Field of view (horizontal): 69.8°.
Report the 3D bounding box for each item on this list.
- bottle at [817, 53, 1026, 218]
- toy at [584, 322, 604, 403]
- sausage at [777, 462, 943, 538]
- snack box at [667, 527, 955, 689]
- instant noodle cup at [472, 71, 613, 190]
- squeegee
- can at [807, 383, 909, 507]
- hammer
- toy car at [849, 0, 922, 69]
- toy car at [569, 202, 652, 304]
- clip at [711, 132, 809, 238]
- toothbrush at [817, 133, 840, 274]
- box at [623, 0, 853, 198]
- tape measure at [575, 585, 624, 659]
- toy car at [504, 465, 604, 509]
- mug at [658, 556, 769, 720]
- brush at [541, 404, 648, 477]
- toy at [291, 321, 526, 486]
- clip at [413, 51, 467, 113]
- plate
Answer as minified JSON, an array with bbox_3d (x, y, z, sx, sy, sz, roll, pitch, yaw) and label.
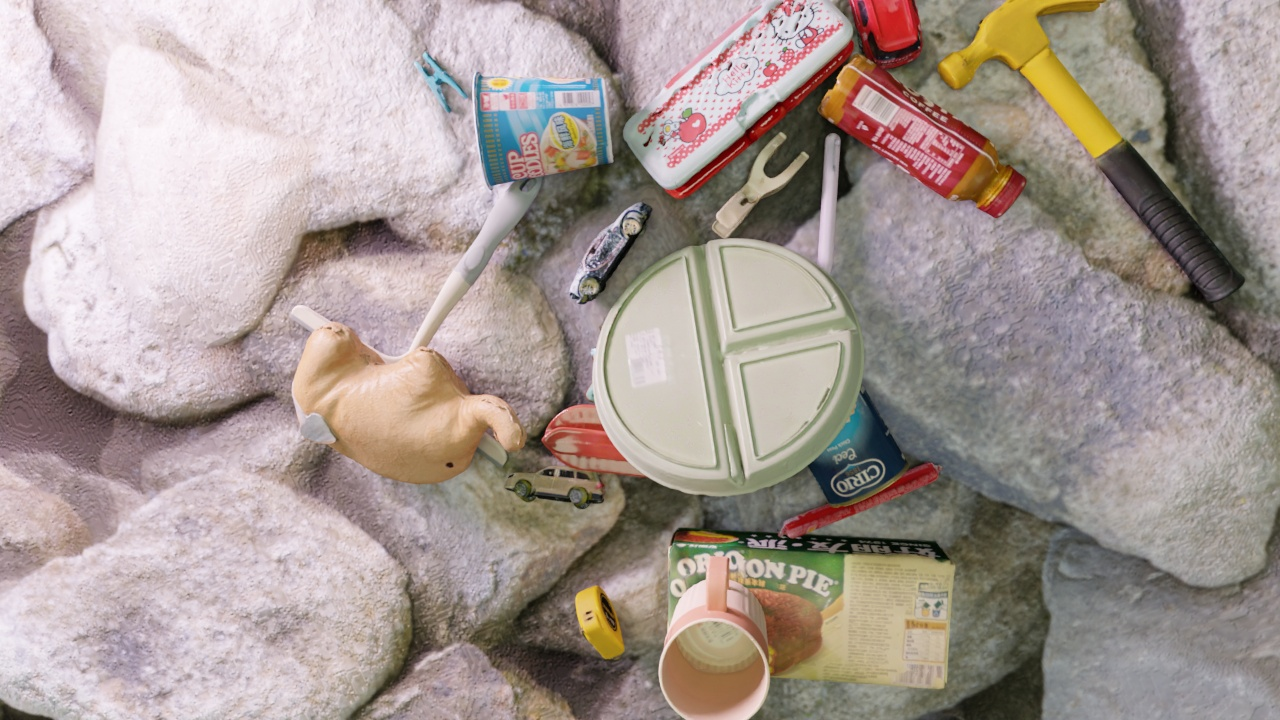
[{"bbox_3d":[0.233,-0.181,0.756,0.175,0.057,0.057,35,98,2],"label":"bottle"},{"bbox_3d":[-0.005,0.005,0.814,0.092,0.030,0.096,30,82,7],"label":"toy"},{"bbox_3d":[0.192,0.122,0.801,0.156,0.020,0.020,-22,92,0],"label":"sausage"},{"bbox_3d":[0.143,0.214,0.801,0.240,0.063,0.114,1,95,7],"label":"snack box"},{"bbox_3d":[-0.080,-0.199,0.778,0.110,0.099,0.099,-5,95,0],"label":"instant noodle cup"},{"bbox_3d":[-0.161,-0.067,0.824,0.246,0.039,0.247,36,98,2],"label":"squeegee"},{"bbox_3d":[0.166,0.058,0.778,0.075,0.075,0.111,-30,91,8],"label":"can"},{"bbox_3d":[0.386,-0.173,0.752,0.129,0.032,0.300,-39,90,10],"label":"hammer"},{"bbox_3d":[0.199,-0.304,0.756,0.053,0.045,0.120,-17,91,7],"label":"toy car"},{"bbox_3d":[-0.028,-0.095,0.800,0.031,0.049,0.105,37,97,-1],"label":"toy car"},{"bbox_3d":[0.100,-0.147,0.788,0.034,0.064,0.098,40,91,1],"label":"clip"},{"bbox_3d":[0.159,-0.100,0.793,0.029,0.021,0.189,2,95,-32],"label":"toothbrush"},{"bbox_3d":[0.079,-0.229,0.765,0.201,0.068,0.090,-40,89,9],"label":"box"},{"bbox_3d":[-0.041,0.234,0.828,0.029,0.057,0.060,-24,132,6],"label":"tape measure"},{"bbox_3d":[-0.077,0.114,0.829,0.090,0.042,0.035,4,74,2],"label":"toy car"},{"bbox_3d":[0.060,0.211,0.724,0.082,0.105,0.114,0,95,7],"label":"mug"},{"bbox_3d":[-0.013,0.071,0.803,0.146,0.069,0.063,5,95,6],"label":"brush"},{"bbox_3d":[-0.198,0.049,0.801,0.226,0.082,0.144,15,130,12],"label":"toy"},{"bbox_3d":[-0.180,-0.250,0.821,0.041,0.014,0.056,-37,92,8],"label":"clip"},{"bbox_3d":[0.066,-0.003,0.754,0.230,0.027,0.229,-7,65,15],"label":"plate"}]
